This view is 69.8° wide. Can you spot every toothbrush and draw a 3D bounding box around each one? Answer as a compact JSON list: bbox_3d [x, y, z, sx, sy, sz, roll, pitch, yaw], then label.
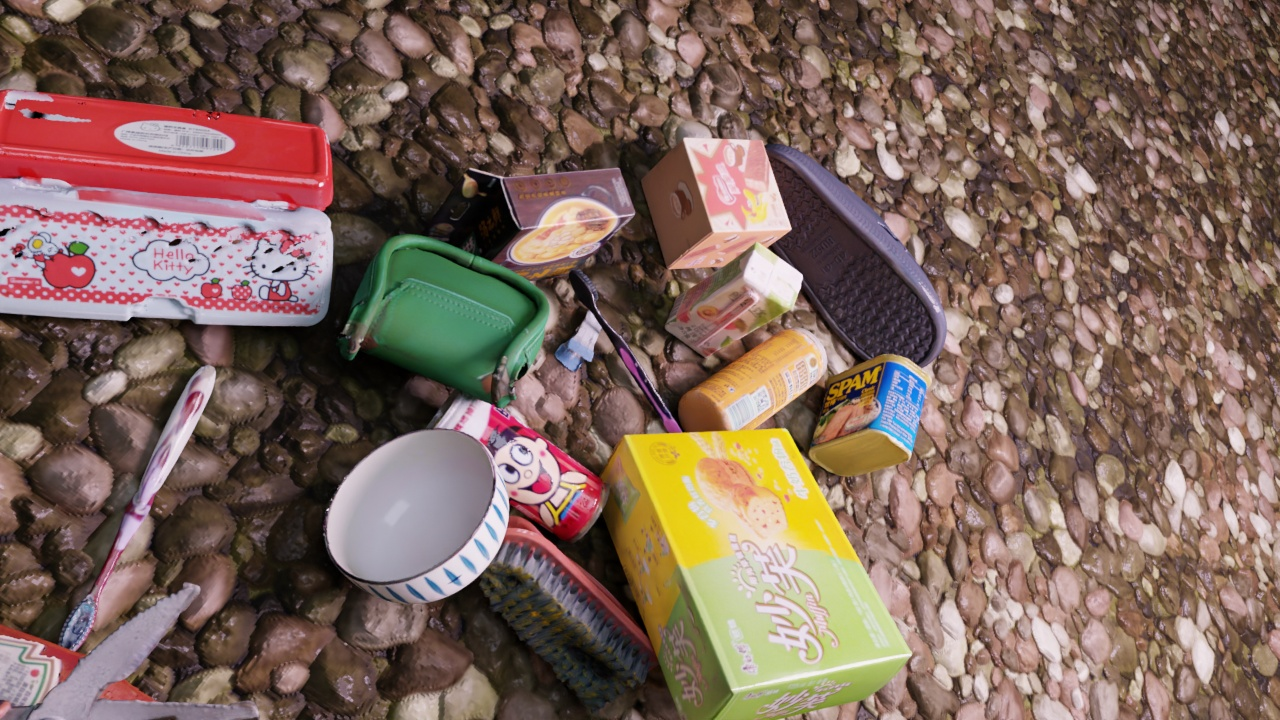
[{"bbox_3d":[-0.299,0.082,0.551,0.016,0.017,0.187,26,59,-21],"label":"toothbrush"},{"bbox_3d":[-0.004,0.004,0.760,0.189,0.014,0.017,57,27,-10],"label":"toothbrush"}]

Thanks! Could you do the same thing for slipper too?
[{"bbox_3d":[0.207,-0.110,0.896,0.268,0.111,0.083,49,50,-2],"label":"slipper"}]

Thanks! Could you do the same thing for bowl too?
[{"bbox_3d":[-0.137,0.108,0.597,0.116,0.117,0.066,-64,148,-33],"label":"bowl"}]

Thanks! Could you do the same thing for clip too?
[{"bbox_3d":[-0.045,-0.019,0.752,0.027,0.044,0.058,38,47,-10],"label":"clip"}]

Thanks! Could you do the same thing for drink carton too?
[{"bbox_3d":[0.076,-0.047,0.775,0.053,0.123,0.045,34,58,-17],"label":"drink carton"}]

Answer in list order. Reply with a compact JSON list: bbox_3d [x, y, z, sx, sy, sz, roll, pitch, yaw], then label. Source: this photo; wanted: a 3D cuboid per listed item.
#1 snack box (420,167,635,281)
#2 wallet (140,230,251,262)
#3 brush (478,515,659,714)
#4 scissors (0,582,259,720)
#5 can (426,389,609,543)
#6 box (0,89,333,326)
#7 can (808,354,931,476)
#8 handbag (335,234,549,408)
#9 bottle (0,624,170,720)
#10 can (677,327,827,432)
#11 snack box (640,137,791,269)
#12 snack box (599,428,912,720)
[{"bbox_3d":[-0.087,-0.101,0.700,0.125,0.113,0.053,-14,78,-35],"label":"snack box"},{"bbox_3d":[-0.322,-0.101,0.613,0.115,0.020,0.101,2,71,-28],"label":"wallet"},{"bbox_3d":[-0.054,0.172,0.646,0.146,0.063,0.069,46,23,-6],"label":"brush"},{"bbox_3d":[-0.305,0.186,0.439,0.189,0.015,0.225,35,87,-19],"label":"scissors"},{"bbox_3d":[-0.089,0.075,0.663,0.132,0.053,0.053,38,55,-14],"label":"can"},{"bbox_3d":[-0.299,-0.097,0.577,0.201,0.074,0.154,2,76,-24],"label":"box"},{"bbox_3d":[0.205,0.052,0.829,0.057,0.102,0.083,34,58,-17],"label":"can"},{"bbox_3d":[-0.133,-0.024,0.632,0.131,0.068,0.120,21,26,-12],"label":"handbag"},{"bbox_3d":[-0.294,0.187,0.484,0.206,0.060,0.059,29,58,-19],"label":"bottle"},{"bbox_3d":[0.100,0.023,0.801,0.145,0.058,0.058,-31,88,-37],"label":"can"},{"bbox_3d":[0.068,-0.142,0.838,0.094,0.077,0.092,-7,75,-34],"label":"snack box"},{"bbox_3d":[0.075,0.150,0.671,0.157,0.070,0.210,0,46,-30],"label":"snack box"}]
